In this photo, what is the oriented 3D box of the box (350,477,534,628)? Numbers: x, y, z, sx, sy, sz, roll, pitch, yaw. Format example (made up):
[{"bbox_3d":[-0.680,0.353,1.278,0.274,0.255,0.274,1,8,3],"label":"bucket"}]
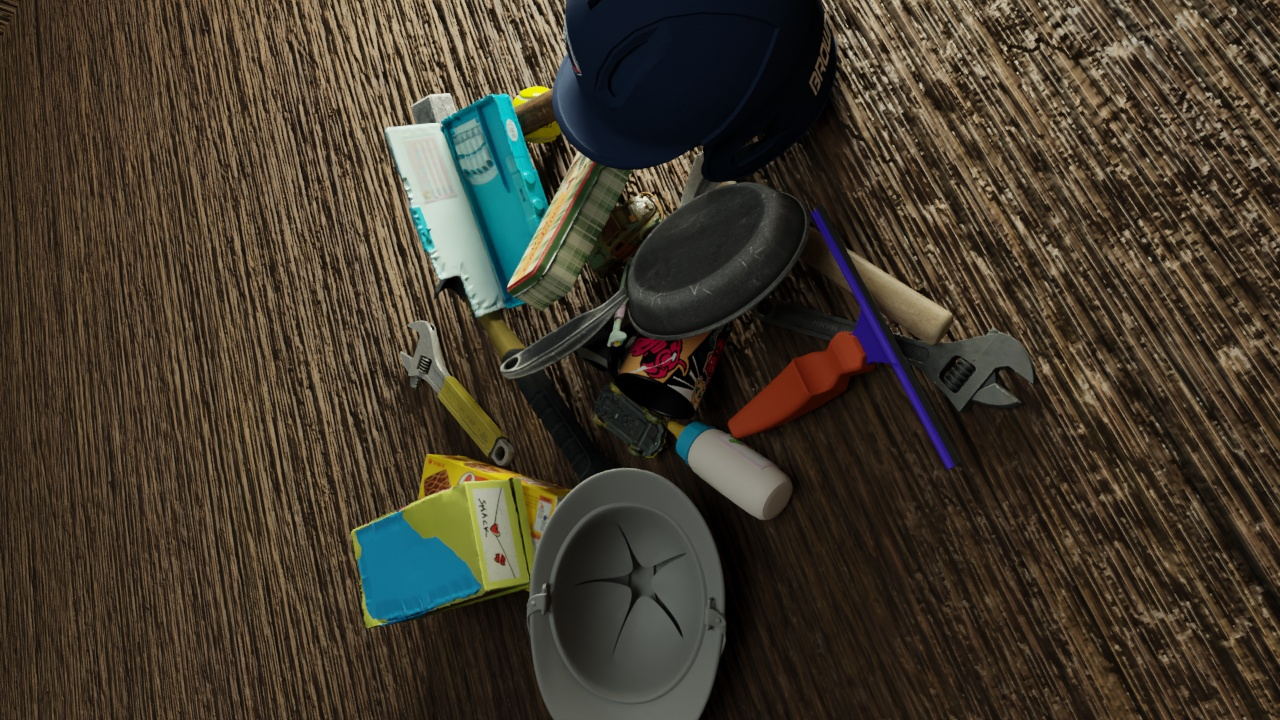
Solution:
[{"bbox_3d":[-0.220,0.214,1.005,0.222,0.080,0.124,-28,69,37],"label":"box"}]

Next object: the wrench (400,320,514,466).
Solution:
[{"bbox_3d":[-0.234,0.041,1.160,0.273,0.018,0.084,41,109,36],"label":"wrench"}]

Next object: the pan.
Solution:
[{"bbox_3d":[-0.005,-0.063,0.870,0.358,0.055,0.186,-22,36,25],"label":"pan"}]

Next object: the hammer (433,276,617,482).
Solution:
[{"bbox_3d":[-0.128,0.014,1.029,0.025,0.117,0.333,-52,60,28],"label":"hammer"}]

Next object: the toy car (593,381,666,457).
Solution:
[{"bbox_3d":[-0.010,0.063,0.964,0.107,0.030,0.049,39,106,38],"label":"toy car"}]

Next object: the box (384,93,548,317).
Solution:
[{"bbox_3d":[-0.177,-0.165,1.005,0.098,0.121,0.227,-13,98,39],"label":"box"}]

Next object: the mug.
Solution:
[{"bbox_3d":[0.019,-0.007,0.895,0.118,0.082,0.098,8,63,40],"label":"mug"}]

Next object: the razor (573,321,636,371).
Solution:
[{"bbox_3d":[-0.006,0.006,0.957,0.156,0.057,0.060,29,143,37],"label":"razor"}]

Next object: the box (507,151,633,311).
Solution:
[{"bbox_3d":[-0.065,-0.155,0.960,0.205,0.049,0.118,-65,15,-15],"label":"box"}]

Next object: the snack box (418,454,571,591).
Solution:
[{"bbox_3d":[-0.163,0.182,1.051,0.231,0.061,0.110,10,90,40],"label":"snack box"}]

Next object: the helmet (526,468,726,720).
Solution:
[{"bbox_3d":[-0.006,0.232,0.887,0.183,0.117,0.271,3,93,9],"label":"helmet"}]

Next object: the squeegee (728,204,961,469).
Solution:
[{"bbox_3d":[0.151,0.019,0.816,0.185,0.055,0.249,-37,65,33],"label":"squeegee"}]

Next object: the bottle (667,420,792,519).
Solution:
[{"bbox_3d":[0.077,0.095,0.873,0.146,0.051,0.051,34,104,38],"label":"bottle"}]

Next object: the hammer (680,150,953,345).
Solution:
[{"bbox_3d":[0.154,-0.111,0.855,0.331,0.030,0.119,41,110,36],"label":"hammer"}]

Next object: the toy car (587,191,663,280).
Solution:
[{"bbox_3d":[-0.027,-0.138,0.998,0.112,0.047,0.047,-43,62,26],"label":"toy car"}]

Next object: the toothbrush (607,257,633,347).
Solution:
[{"bbox_3d":[-0.016,-0.064,0.945,0.022,0.015,0.154,-22,32,23],"label":"toothbrush"}]

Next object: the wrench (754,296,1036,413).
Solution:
[{"bbox_3d":[0.210,-0.017,0.805,0.273,0.018,0.073,21,96,41],"label":"wrench"}]

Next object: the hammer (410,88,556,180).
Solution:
[{"bbox_3d":[-0.127,-0.234,1.045,0.301,0.036,0.218,-12,99,39],"label":"hammer"}]

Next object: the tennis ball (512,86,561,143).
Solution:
[{"bbox_3d":[-0.121,-0.290,1.087,0.066,0.065,0.065,-7,78,38],"label":"tennis ball"}]

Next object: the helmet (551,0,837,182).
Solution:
[{"bbox_3d":[0.025,-0.296,0.842,0.273,0.223,0.232,-20,62,30],"label":"helmet"}]
